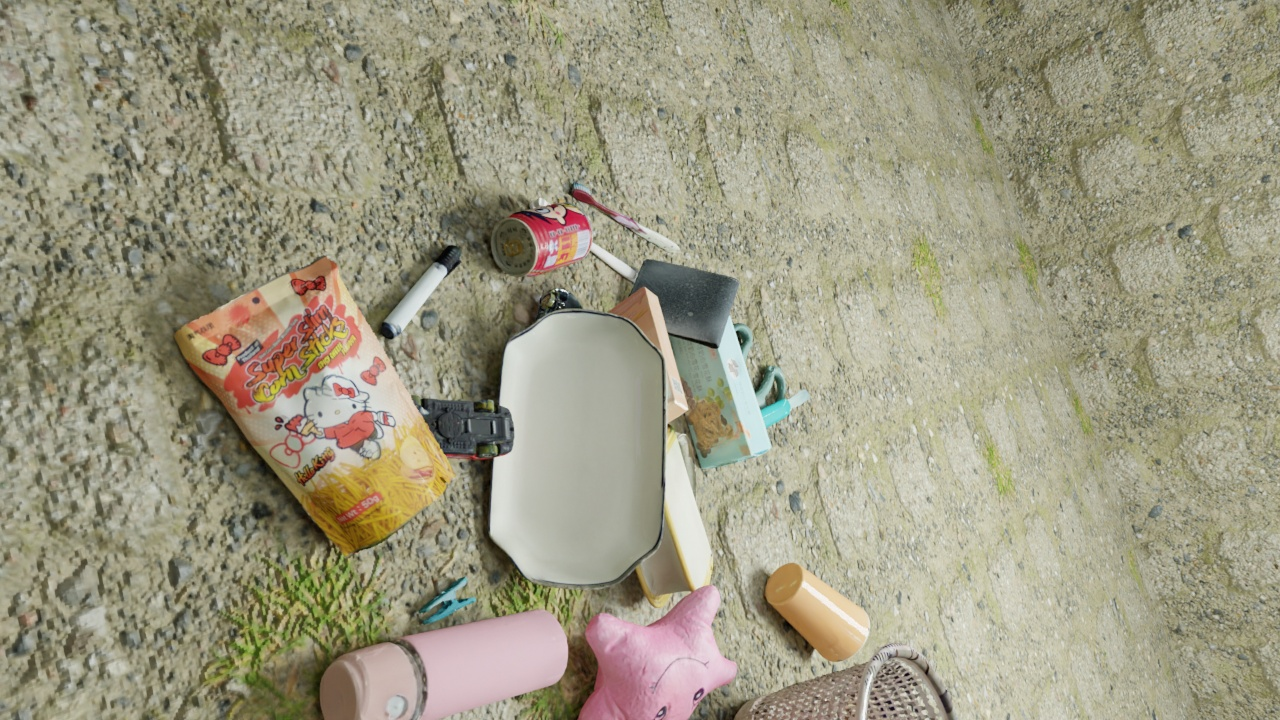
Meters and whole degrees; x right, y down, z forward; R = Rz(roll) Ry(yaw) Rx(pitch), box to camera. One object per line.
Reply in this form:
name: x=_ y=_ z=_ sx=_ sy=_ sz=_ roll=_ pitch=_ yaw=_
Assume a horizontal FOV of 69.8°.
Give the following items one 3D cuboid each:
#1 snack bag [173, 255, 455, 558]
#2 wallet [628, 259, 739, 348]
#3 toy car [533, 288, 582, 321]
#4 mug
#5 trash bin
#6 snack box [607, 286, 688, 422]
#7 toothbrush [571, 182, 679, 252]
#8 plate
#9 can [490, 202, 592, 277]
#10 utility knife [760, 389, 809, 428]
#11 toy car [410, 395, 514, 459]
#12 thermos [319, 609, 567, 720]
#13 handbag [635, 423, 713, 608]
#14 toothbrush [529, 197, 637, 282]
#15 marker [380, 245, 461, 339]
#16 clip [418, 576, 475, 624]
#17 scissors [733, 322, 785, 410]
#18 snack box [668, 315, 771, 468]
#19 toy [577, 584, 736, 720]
snack bag: x=-0.237 y=0.036 z=0.697 sx=0.128 sy=0.073 sz=0.208 roll=-36 pitch=102 yaw=-27
wallet: x=0.046 y=-0.068 z=1.064 sx=0.019 sy=0.121 sz=0.097 roll=88 pitch=20 yaw=-56
toy car: x=-0.090 y=-0.024 z=0.938 sx=0.049 sy=0.031 sz=0.105 roll=34 pitch=57 yaw=-36
mug: x=0.213 y=0.303 z=1.122 sx=0.123 sy=0.078 sz=0.078 roll=43 pitch=44 yaw=-23
trash bin: x=0.205 y=0.420 z=0.953 sx=0.227 sy=0.193 sz=0.227 roll=25 pitch=54 yaw=-42
snack box: x=-0.006 y=0.006 z=0.950 sx=0.026 sy=0.085 sz=0.157 roll=32 pitch=33 yaw=-42
toothbrush: x=-0.016 y=-0.171 z=1.116 sx=0.187 sy=0.016 sz=0.017 roll=23 pitch=46 yaw=-43
plate: x=-0.057 y=0.081 z=0.864 sx=0.162 sy=0.034 sz=0.265 roll=4 pitch=72 yaw=-9
can: x=-0.101 y=-0.124 z=0.944 sx=0.093 sy=0.067 sz=0.066 roll=-27 pitch=95 yaw=-52
utility knife: x=0.171 y=0.073 z=1.203 sx=0.208 sy=0.013 sz=0.029 roll=-21 pitch=100 yaw=-48
toy car: x=-0.168 y=0.061 z=0.791 sx=0.120 sy=0.045 sz=0.053 roll=9 pitch=65 yaw=-36
thermos: x=-0.149 y=0.251 z=0.714 sx=0.198 sy=0.067 sz=0.087 roll=3 pitch=101 yaw=-51
handbag: x=0.031 y=0.153 z=0.973 sx=0.178 sy=0.063 sz=0.163 roll=-51 pitch=127 yaw=-67
toothbrush: x=-0.057 y=-0.134 z=1.045 sx=0.180 sy=0.016 sz=0.016 roll=33 pitch=52 yaw=-39
marker: x=-0.198 y=-0.063 z=0.838 sx=0.022 sy=0.018 sz=0.130 roll=58 pitch=37 yaw=-29
clip: x=-0.160 y=0.201 z=0.760 sx=0.056 sy=0.015 sz=0.048 roll=-21 pitch=92 yaw=-52
scissors: x=0.133 y=0.022 z=1.203 sx=0.177 sy=0.019 sz=0.169 roll=-37 pitch=103 yaw=-49
snack box: x=0.090 y=0.037 z=1.095 sx=0.051 sy=0.074 sz=0.175 roll=-10 pitch=80 yaw=-51
toy: x=0.021 y=0.306 z=0.870 sx=0.194 sy=0.075 sz=0.178 roll=-2 pitch=100 yaw=-38
